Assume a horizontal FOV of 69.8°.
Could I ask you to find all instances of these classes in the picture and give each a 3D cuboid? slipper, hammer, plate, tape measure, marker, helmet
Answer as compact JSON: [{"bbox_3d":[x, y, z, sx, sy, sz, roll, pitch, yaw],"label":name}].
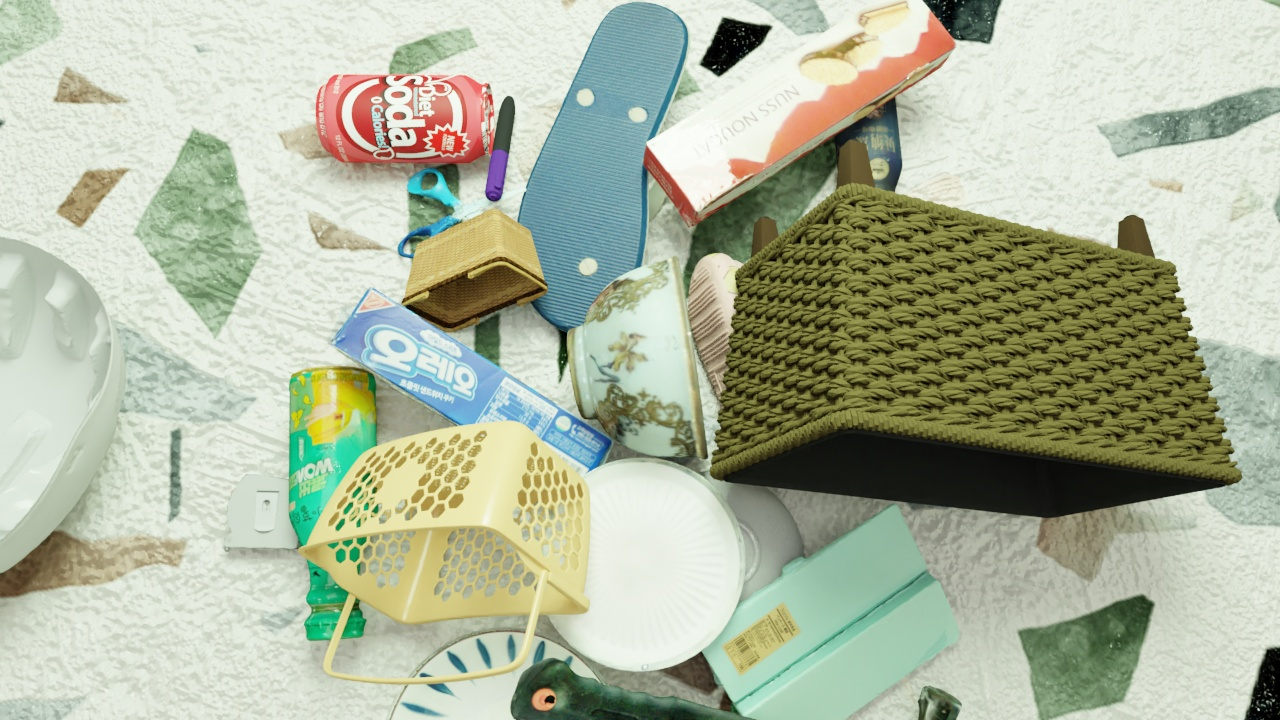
[{"bbox_3d":[-0.031,-0.167,0.799,0.118,0.060,0.294,16,87,6],"label":"slipper"},{"bbox_3d":[0.070,0.269,0.660,0.333,0.033,0.133,19,92,-15],"label":"hammer"},{"bbox_3d":[0.000,0.150,0.685,0.157,0.014,0.156,-3,71,7],"label":"plate"},{"bbox_3d":[0.102,0.001,0.751,0.081,0.093,0.197,-14,78,-16],"label":"slipper"},{"bbox_3d":[-0.303,0.124,0.745,0.060,0.020,0.062,1,77,-1],"label":"tape measure"},{"bbox_3d":[-0.121,-0.189,0.801,0.015,0.018,0.133,18,50,-21],"label":"marker"},{"bbox_3d":[-0.513,0.042,0.677,0.224,0.184,0.282,26,84,-1],"label":"helmet"}]

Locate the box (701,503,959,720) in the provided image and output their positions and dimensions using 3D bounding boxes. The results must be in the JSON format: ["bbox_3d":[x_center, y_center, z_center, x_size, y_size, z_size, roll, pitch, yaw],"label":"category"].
[{"bbox_3d":[0.146,0.210,0.702,0.186,0.033,0.136,-33,114,-8],"label":"box"}]

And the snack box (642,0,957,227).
[{"bbox_3d":[0.133,-0.213,0.759,0.272,0.044,0.076,-33,81,-10],"label":"snack box"}]

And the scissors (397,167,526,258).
[{"bbox_3d":[-0.158,-0.118,0.792,0.133,0.015,0.104,19,80,23],"label":"scissors"}]

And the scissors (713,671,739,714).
[{"bbox_3d":[0.118,0.231,0.733,0.130,0.014,0.070,-35,80,-7],"label":"scissors"}]

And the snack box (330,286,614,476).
[{"bbox_3d":[-0.130,0.028,0.728,0.226,0.059,0.059,32,79,-8],"label":"snack box"}]

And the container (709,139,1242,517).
[{"bbox_3d":[0.230,-0.012,0.667,0.320,0.177,0.204,9,70,-20],"label":"container"}]

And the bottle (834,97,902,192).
[{"bbox_3d":[0.201,-0.182,0.809,0.056,0.056,0.160,-2,77,-2],"label":"bottle"}]

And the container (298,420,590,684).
[{"bbox_3d":[-0.139,0.143,0.646,0.184,0.129,0.166,-12,48,30],"label":"container"}]

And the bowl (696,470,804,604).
[{"bbox_3d":[0.063,0.152,0.723,0.132,0.064,0.131,0,77,-1],"label":"bowl"}]

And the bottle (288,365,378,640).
[{"bbox_3d":[-0.242,0.112,0.725,0.068,0.068,0.209,-4,77,-2],"label":"bottle"}]

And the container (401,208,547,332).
[{"bbox_3d":[-0.137,-0.075,0.757,0.114,0.063,0.061,-19,62,28],"label":"container"}]

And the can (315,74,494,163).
[{"bbox_3d":[-0.202,-0.210,0.798,0.142,0.074,0.074,0,77,-1],"label":"can"}]

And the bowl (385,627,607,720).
[{"bbox_3d":[-0.098,0.289,0.684,0.177,0.071,0.177,0,77,-1],"label":"bowl"}]

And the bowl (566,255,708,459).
[{"bbox_3d":[-0.004,0.004,0.714,0.094,0.160,0.159,-9,77,3],"label":"bowl"}]
